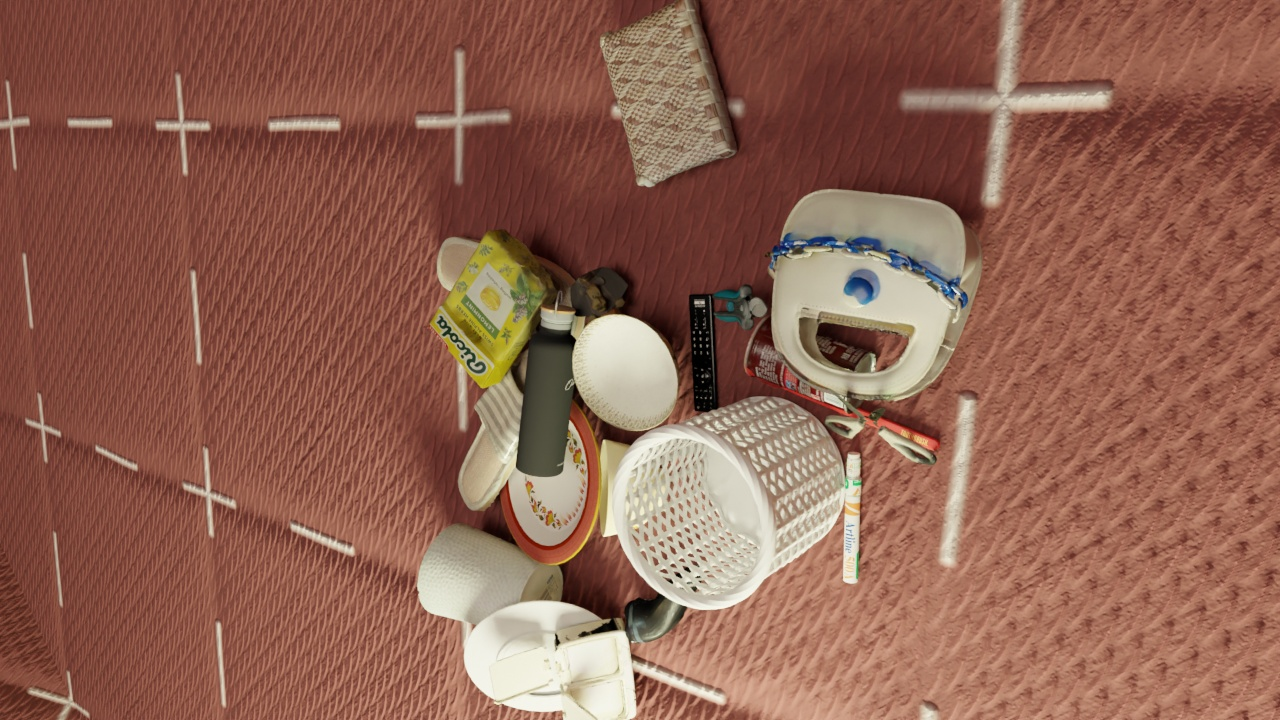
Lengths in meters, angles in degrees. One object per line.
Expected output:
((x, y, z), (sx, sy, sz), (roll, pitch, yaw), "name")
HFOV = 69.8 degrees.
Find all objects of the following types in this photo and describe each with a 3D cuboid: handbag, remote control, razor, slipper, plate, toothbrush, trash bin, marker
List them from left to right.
((-0.203, 0.309, 1.272), (0.161, 0.133, 0.133), (10, 104, 29), "trash bin")
((-0.192, 0.098, 1.252), (0.273, 0.054, 0.114), (-58, 44, 30), "slipper")
((-0.186, -0.094, 1.228), (0.263, 0.052, 0.115), (25, 111, 30), "slipper")
((-0.129, 0.400, 1.218), (0.208, 0.015, 0.209), (-1, 120, -2), "plate")
((-0.118, 0.154, 1.217), (0.230, 0.021, 0.229), (-5, 83, 49), "plate")
((0.029, 0.300, 1.148), (0.064, 0.052, 0.141), (42, 119, 13), "razor")
((0.031, -0.302, 1.040), (0.124, 0.046, 0.186), (-15, 90, 28), "handbag")
((0.074, -0.008, 1.084), (0.030, 0.009, 0.140), (2, 100, 35), "remote control")
((0.218, 0.052, 0.988), (0.213, 0.017, 0.012), (23, 111, 30), "toothbrush")
((0.231, 0.172, 1.001), (0.017, 0.017, 0.145), (6, 102, 34), "marker")
((0.217, -0.062, 0.889), (0.201, 0.093, 0.199), (10, 87, 32), "handbag")

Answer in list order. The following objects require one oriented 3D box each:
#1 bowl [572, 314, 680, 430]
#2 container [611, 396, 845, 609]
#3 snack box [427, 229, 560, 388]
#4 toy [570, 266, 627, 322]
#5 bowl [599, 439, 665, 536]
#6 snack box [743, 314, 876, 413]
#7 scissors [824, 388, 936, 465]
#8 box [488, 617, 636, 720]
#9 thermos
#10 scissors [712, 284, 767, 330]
((-0.006, 0.006, 1.103), (0.145, 0.063, 0.145), (11, 114, 25), "bowl")
((0.098, 0.144, 0.985), (0.190, 0.186, 0.189), (7, 103, 34), "container")
((-0.190, -0.067, 1.177), (0.121, 0.045, 0.181), (47, 121, 15), "snack box")
((-0.042, -0.065, 1.131), (0.076, 0.062, 0.100), (-29, 99, 14), "toy")
((-0.009, 0.156, 1.128), (0.074, 0.118, 0.118), (1, 102, -8), "bowl")
((0.180, 0.003, 0.974), (0.121, 0.072, 0.072), (23, 111, 29), "snack box")
((0.234, 0.068, 0.923), (0.157, 0.171, 0.012), (27, 79, -11), "scissors")
((-0.091, 0.427, 1.156), (0.099, 0.184, 0.143), (-127, 28, -68), "box")
((-0.113, 0.026, 1.138), (0.061, 0.061, 0.231), (17, 106, 32), "thermos")
((0.107, -0.052, 0.997), (0.139, 0.019, 0.136), (99, 159, -44), "scissors")
